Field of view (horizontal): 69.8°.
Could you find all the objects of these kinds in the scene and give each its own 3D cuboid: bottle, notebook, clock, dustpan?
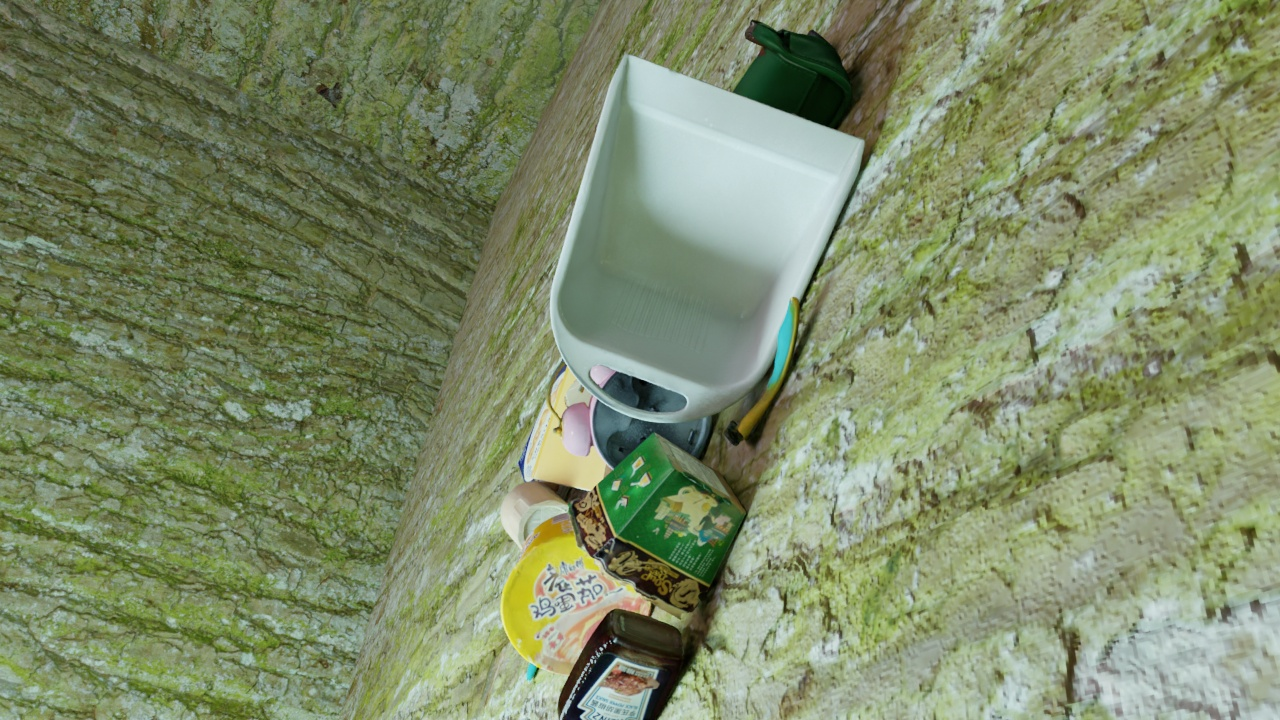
[{"bbox_3d":[-0.033,0.299,0.767,0.044,0.080,0.195,-101,34,-66],"label":"bottle"},{"bbox_3d":[-0.065,0.061,1.171,0.146,0.010,0.206,2,70,48],"label":"notebook"},{"bbox_3d":[-0.013,0.048,0.871,0.117,0.158,0.060,-69,17,-4],"label":"clock"},{"bbox_3d":[0.039,-0.084,0.787,0.142,0.222,0.258,-71,1,-53],"label":"dustpan"}]

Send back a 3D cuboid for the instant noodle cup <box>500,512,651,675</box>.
[{"bbox_3d":[-0.065,0.216,0.889,0.110,0.138,0.138,-126,58,-79],"label":"instant noodle cup"}]

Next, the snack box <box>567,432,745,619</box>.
[{"bbox_3d":[0.020,0.131,0.777,0.106,0.118,0.117,-53,20,8],"label":"snack box"}]

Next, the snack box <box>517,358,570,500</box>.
[{"bbox_3d":[-0.113,0.098,1.308,0.178,0.045,0.182,-66,17,5],"label":"snack box"}]

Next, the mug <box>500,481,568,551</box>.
[{"bbox_3d":[-0.130,0.224,1.164,0.103,0.084,0.124,-167,83,-72],"label":"mug"}]

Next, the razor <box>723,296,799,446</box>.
[{"bbox_3d":[0.108,0.009,0.769,0.133,0.028,0.043,-67,-13,14],"label":"razor"}]

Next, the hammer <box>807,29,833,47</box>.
[{"bbox_3d":[0.097,-0.217,0.982,0.301,0.032,0.128,-51,36,21],"label":"hammer"}]

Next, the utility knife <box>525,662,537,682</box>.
[{"bbox_3d":[-0.111,0.312,1.103,0.029,0.013,0.151,159,130,-75],"label":"utility knife"}]

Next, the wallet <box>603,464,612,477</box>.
[{"bbox_3d":[-0.016,0.126,1.028,0.101,0.020,0.115,-55,19,33],"label":"wallet"}]

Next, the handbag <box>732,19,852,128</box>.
[{"bbox_3d":[0.125,-0.244,0.864,0.132,0.120,0.067,-53,28,36],"label":"handbag"}]

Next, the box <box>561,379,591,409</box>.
[{"bbox_3d":[-0.006,0.006,0.954,0.168,0.080,0.091,-46,22,11],"label":"box"}]
